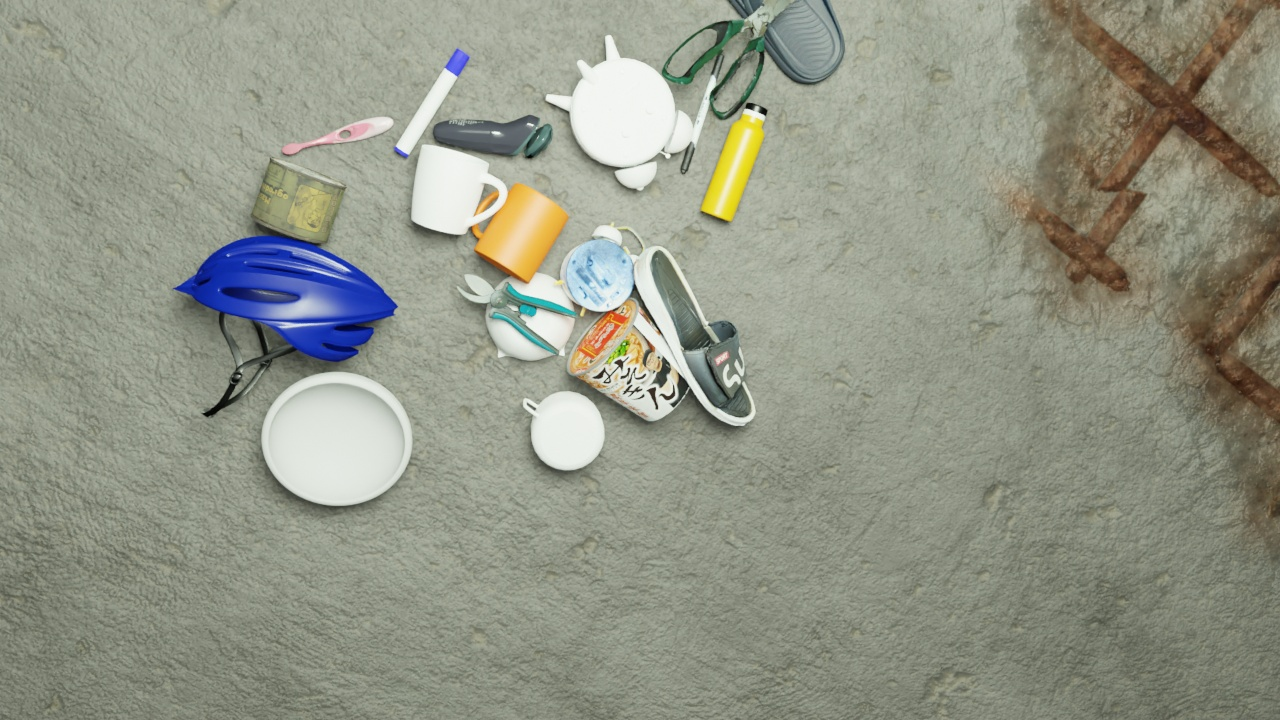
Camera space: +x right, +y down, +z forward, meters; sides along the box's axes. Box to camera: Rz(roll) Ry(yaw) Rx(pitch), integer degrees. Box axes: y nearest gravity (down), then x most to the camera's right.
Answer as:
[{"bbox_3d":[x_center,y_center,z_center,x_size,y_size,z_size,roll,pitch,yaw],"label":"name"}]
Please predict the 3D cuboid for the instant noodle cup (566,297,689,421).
[{"bbox_3d":[-0.007,0.007,1.159,0.123,0.123,0.122,-46,113,4],"label":"instant noodle cup"}]

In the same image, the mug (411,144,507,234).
[{"bbox_3d":[-0.216,-0.198,1.095,0.114,0.080,0.088,20,106,9],"label":"mug"}]

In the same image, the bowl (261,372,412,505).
[{"bbox_3d":[-0.375,0.090,1.146,0.176,0.066,0.177,-4,112,-10],"label":"bowl"}]

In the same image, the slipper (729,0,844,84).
[{"bbox_3d":[0.160,-0.453,1.092,0.111,0.083,0.268,-34,106,3],"label":"slipper"}]

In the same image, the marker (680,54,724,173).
[{"bbox_3d":[0.077,-0.308,1.148,0.011,0.011,0.152,16,100,-10],"label":"marker"}]

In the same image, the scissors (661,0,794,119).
[{"bbox_3d":[0.136,-0.374,1.096,0.210,0.015,0.137,-35,135,15],"label":"scissors"}]

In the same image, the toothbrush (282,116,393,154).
[{"bbox_3d":[-0.363,-0.269,1.101,0.135,0.016,0.021,-17,104,-6],"label":"toothbrush"}]

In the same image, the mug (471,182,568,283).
[{"bbox_3d":[-0.158,-0.162,1.119,0.113,0.077,0.096,29,86,22],"label":"mug"}]

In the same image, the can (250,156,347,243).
[{"bbox_3d":[-0.400,-0.186,1.075,0.090,0.090,0.074,21,99,-11],"label":"can"}]

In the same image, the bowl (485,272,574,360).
[{"bbox_3d":[-0.139,-0.052,1.157,0.114,0.050,0.115,-1,102,-7],"label":"bowl"}]

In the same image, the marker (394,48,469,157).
[{"bbox_3d":[-0.251,-0.309,1.102,0.020,0.020,0.141,33,97,-13],"label":"marker"}]

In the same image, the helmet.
[{"bbox_3d":[-0.422,-0.029,1.075,0.241,0.148,0.228,16,95,-10],"label":"helmet"}]

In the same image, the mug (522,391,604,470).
[{"bbox_3d":[-0.103,0.084,1.182,0.115,0.068,0.094,35,96,-13],"label":"mug"}]

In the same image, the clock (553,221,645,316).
[{"bbox_3d":[-0.044,-0.116,1.150,0.125,0.052,0.089,-42,107,-12],"label":"clock"}]

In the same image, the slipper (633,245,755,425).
[{"bbox_3d":[0.083,-0.031,1.158,0.063,0.111,0.264,-25,102,33],"label":"slipper"}]

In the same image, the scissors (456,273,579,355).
[{"bbox_3d":[-0.144,-0.059,1.118,0.154,0.019,0.126,-14,102,-2],"label":"scissors"}]

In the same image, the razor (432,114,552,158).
[{"bbox_3d":[-0.178,-0.274,1.110,0.143,0.047,0.052,4,126,-5],"label":"razor"}]

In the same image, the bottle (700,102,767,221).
[{"bbox_3d":[0.120,-0.249,1.150,0.043,0.043,0.144,19,99,-11],"label":"bottle"}]

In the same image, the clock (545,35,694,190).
[{"bbox_3d":[-0.020,-0.296,1.107,0.125,0.073,0.161,-44,104,3],"label":"clock"}]
